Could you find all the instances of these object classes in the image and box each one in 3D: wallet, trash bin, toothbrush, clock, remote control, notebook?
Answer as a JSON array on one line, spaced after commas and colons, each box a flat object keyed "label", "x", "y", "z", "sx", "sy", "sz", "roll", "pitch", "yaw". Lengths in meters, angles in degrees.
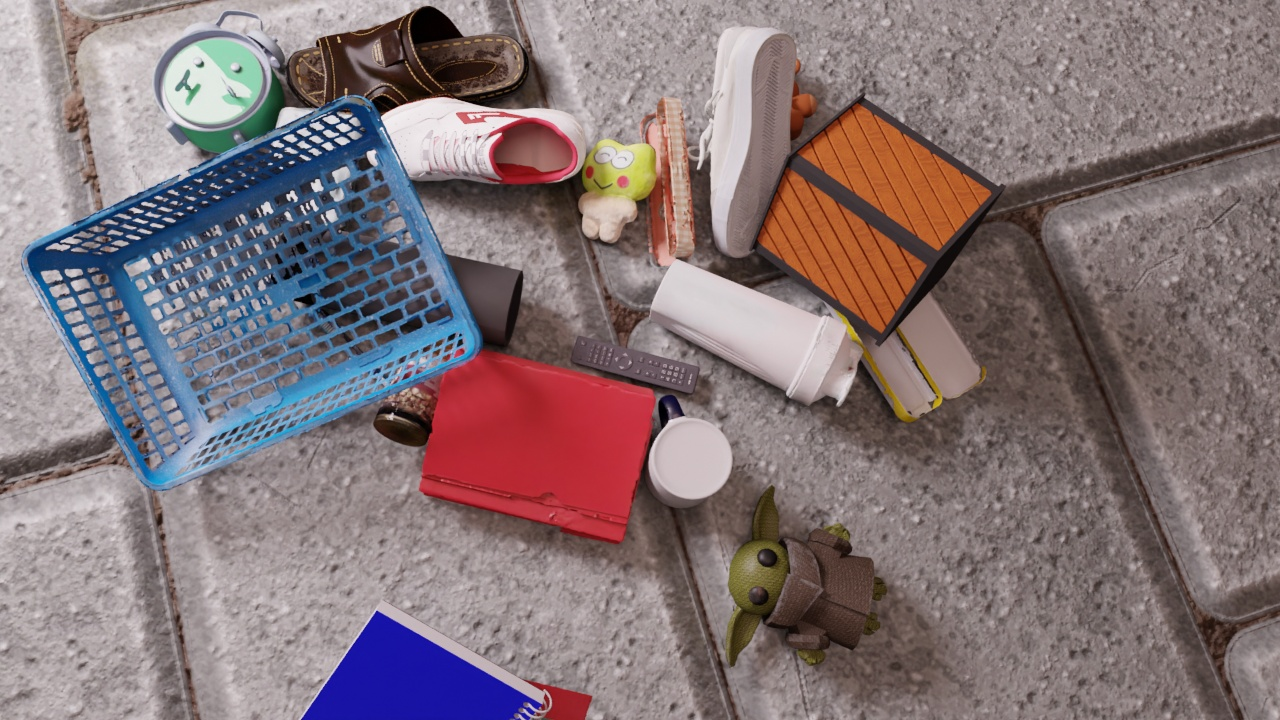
[{"label": "wallet", "x": -0.352, "y": -0.204, "z": 0.994, "sx": 0.100, "sy": 0.054, "sz": 0.131, "roll": 9, "pitch": 77, "yaw": 8}, {"label": "trash bin", "x": 0.236, "y": -0.144, "z": 0.940, "sx": 0.172, "sy": 0.140, "sz": 0.139, "roll": 39, "pitch": 59, "yaw": 15}, {"label": "toothbrush", "x": -0.280, "y": 0.016, "z": 0.964, "sx": 0.017, "sy": 0.016, "sz": 0.189, "roll": -44, "pitch": 82, "yaw": 1}, {"label": "clock", "x": -0.453, "y": -0.312, "z": 1.000, "sx": 0.122, "sy": 0.075, "sz": 0.161, "roll": 8, "pitch": 75, "yaw": -2}, {"label": "remote control", "x": -0.006, "y": 0.006, "z": 0.984, "sx": 0.136, "sy": 0.015, "sz": 0.032, "roll": 15, "pitch": 76, "yaw": 2}, {"label": "notebook", "x": -0.202, "y": 0.324, "z": 0.814, "sx": 0.171, "sy": 0.022, "sz": 0.210, "roll": 33, "pitch": 114, "yaw": -9}]

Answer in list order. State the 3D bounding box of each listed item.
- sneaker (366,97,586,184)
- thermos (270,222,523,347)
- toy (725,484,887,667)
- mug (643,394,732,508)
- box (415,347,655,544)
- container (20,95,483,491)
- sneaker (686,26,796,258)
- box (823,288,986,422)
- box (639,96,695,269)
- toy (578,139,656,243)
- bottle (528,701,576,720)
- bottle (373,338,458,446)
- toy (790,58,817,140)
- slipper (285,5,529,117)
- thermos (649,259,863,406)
[{"label": "sneaker", "x": -0.175, "y": -0.223, "z": 0.970, "sx": 0.236, "sy": 0.104, "sz": 0.090, "roll": 2, "pitch": 111, "yaw": -6}, {"label": "thermos", "x": -0.249, "y": -0.079, "z": 0.954, "sx": 0.240, "sy": 0.082, "sz": 0.082, "roll": 12, "pitch": 76, "yaw": -1}, {"label": "toy", "x": 0.163, "y": 0.226, "z": 0.909, "sx": 0.153, "sy": 0.078, "sz": 0.179, "roll": 15, "pitch": 78, "yaw": 1}, {"label": "mug", "x": 0.041, "y": 0.089, "z": 0.925, "sx": 0.078, "sy": 0.097, "sz": 0.112, "roll": -16, "pitch": 78, "yaw": -8}, {"label": "box", "x": -0.101, "y": 0.076, "z": 0.921, "sx": 0.214, "sy": 0.153, "sz": 0.164, "roll": 15, "pitch": 51, "yaw": 0}, {"label": "container", "x": -0.352, "y": -0.061, "z": 0.872, "sx": 0.362, "sy": 0.089, "sz": 0.257, "roll": -22, "pitch": 100, "yaw": 6}, {"label": "sneaker", "x": 0.105, "y": -0.234, "z": 0.984, "sx": 0.089, "sy": 0.243, "sz": 0.091, "roll": -15, "pitch": 33, "yaw": -32}, {"label": "box", "x": 0.280, "y": -0.043, "z": 1.008, "sx": 0.129, "sy": 0.036, "sz": 0.209, "roll": -26, "pitch": 78, "yaw": -21}, {"label": "box", "x": 0.029, "y": -0.195, "z": 1.009, "sx": 0.042, "sy": 0.083, "sz": 0.186, "roll": 1, "pitch": 74, "yaw": -17}, {"label": "toy", "x": -0.029, "y": -0.186, "z": 1.008, "sx": 0.092, "sy": 0.046, "sz": 0.115, "roll": 17, "pitch": 89, "yaw": 28}, {"label": "bottle", "x": -0.110, "y": 0.391, "z": 0.859, "sx": 0.061, "sy": 0.061, "sz": 0.131, "roll": 30, "pitch": 76, "yaw": 1}, {"label": "bottle", "x": -0.224, "y": 0.029, "z": 0.930, "sx": 0.056, "sy": 0.056, "sz": 0.105, "roll": 17, "pitch": 60, "yaw": 0}, {"label": "toy", "x": 0.152, "y": -0.305, "z": 1.045, "sx": 0.095, "sy": 0.065, "sz": 0.127, "roll": -5, "pitch": 74, "yaw": 12}, {"label": "slipper", "x": -0.259, "y": -0.328, "z": 1.017, "sx": 0.268, "sy": 0.076, "sz": 0.113, "roll": -6, "pitch": 76, "yaw": -5}, {"label": "thermos", "x": 0.123, "y": -0.032, "z": 0.966, "sx": 0.220, "sy": 0.099, "sz": 0.099, "roll": 26, "pitch": 76, "yaw": 7}]
